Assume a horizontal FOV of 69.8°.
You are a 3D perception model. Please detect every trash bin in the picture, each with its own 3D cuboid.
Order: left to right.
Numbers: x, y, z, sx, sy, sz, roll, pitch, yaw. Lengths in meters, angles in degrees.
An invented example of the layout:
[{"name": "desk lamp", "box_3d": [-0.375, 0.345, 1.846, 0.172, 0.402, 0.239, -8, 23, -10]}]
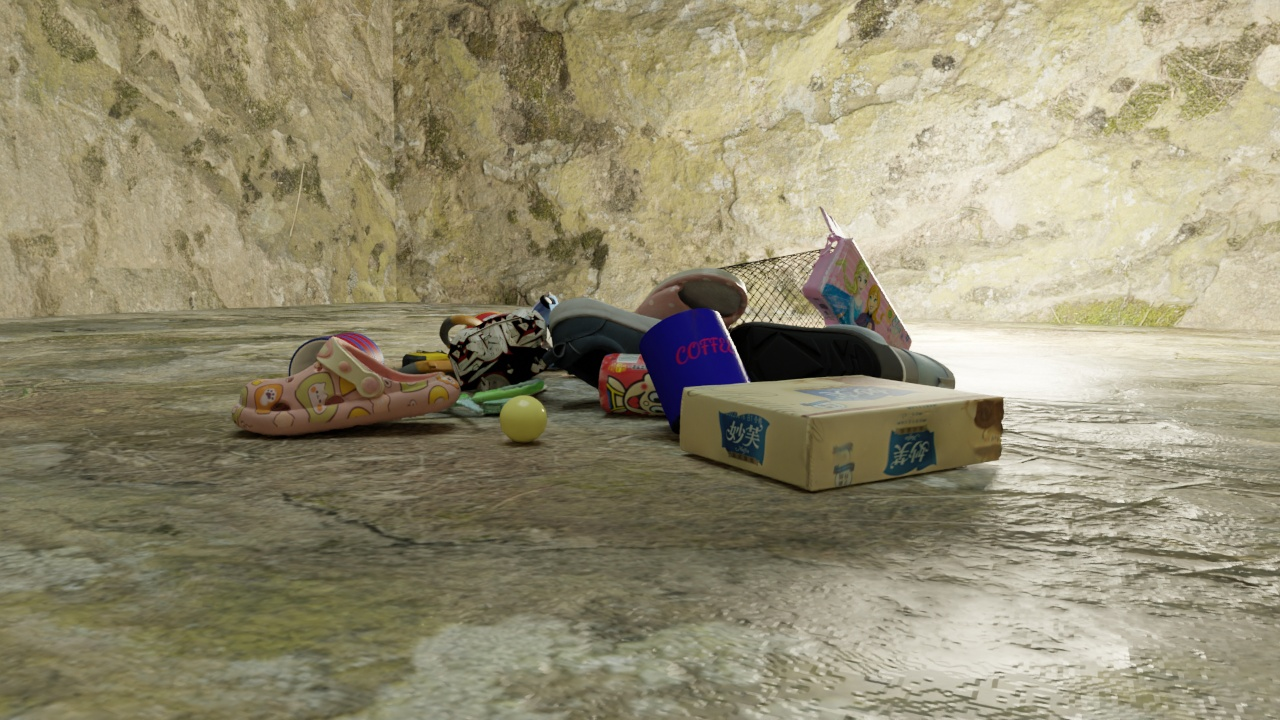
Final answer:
[{"name": "trash bin", "box_3d": [0.170, -0.053, 1.205, 0.210, 0.184, 0.183, -3, 4, 25]}]

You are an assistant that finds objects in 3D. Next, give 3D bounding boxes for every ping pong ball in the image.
[{"name": "ping pong ball", "box_3d": [-0.099, 0.050, 0.775, 0.040, 0.040, 0.040, 1, 6, 0]}]

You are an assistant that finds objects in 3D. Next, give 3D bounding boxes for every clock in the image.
[{"name": "clock", "box_3d": [-0.150, -0.006, 1.008, 0.114, 0.065, 0.155, -21, -16, -9]}]

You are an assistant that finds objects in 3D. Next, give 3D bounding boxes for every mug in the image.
[{"name": "mug", "box_3d": [-0.300, 0.019, 0.962, 0.112, 0.075, 0.076, 27, 7, 0]}, {"name": "mug", "box_3d": [0.045, 0.019, 0.825, 0.079, 0.083, 0.111, -9, -28, -25]}]

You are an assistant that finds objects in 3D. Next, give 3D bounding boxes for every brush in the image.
[{"name": "brush", "box_3d": [-0.134, 0.040, 1.013, 0.033, 0.012, 0.217, 1, 5, 6]}]

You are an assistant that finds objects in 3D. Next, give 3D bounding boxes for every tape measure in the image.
[{"name": "tape measure", "box_3d": [-0.279, 0.004, 1.212, 0.064, 0.037, 0.066, -4, 7, -40]}]

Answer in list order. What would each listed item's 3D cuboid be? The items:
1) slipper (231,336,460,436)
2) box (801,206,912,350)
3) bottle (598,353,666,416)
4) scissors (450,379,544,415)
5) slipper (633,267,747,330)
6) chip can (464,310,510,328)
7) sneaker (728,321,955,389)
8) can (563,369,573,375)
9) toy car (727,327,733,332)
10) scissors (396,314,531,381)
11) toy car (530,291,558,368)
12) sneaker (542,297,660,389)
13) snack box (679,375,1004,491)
[{"name": "slipper", "box_3d": [-0.264, 0.018, 0.828, 0.197, 0.081, 0.093, -6, 5, -11]}, {"name": "box", "box_3d": [0.262, -0.081, 1.079, 0.062, 0.160, 0.230, -10, -34, 31]}, {"name": "bottle", "box_3d": [0.031, 0.026, 0.919, 0.138, 0.062, 0.062, 2, 6, 14]}, {"name": "scissors", "box_3d": [-0.178, 0.041, 0.909, 0.171, 0.021, 0.173, -10, 12, -23]}, {"name": "slipper", "box_3d": [0.026, -0.028, 1.104, 0.114, 0.054, 0.275, 22, -34, -25]}, {"name": "chip can", "box_3d": [-0.200, -0.027, 1.296, 0.087, 0.087, 0.213, -1, 5, -16]}, {"name": "sneaker", "box_3d": [0.217, 0.011, 1.031, 0.160, 0.093, 0.257, 7, 0, -33]}, {"name": "can", "box_3d": [-0.042, -0.012, 1.251, 0.121, 0.067, 0.067, 2, 6, 8]}, {"name": "toy car", "box_3d": [0.141, -0.016, 1.342, 0.170, 0.062, 0.070, 4, 7, 29]}, {"name": "scissors", "box_3d": [-0.186, -0.006, 1.098, 0.224, 0.016, 0.176, -5, -35, -43]}, {"name": "toy car", "box_3d": [-0.137, -0.043, 1.367, 0.054, 0.056, 0.153, 35, 21, -31]}, {"name": "sneaker", "box_3d": [-0.006, 0.006, 1.019, 0.235, 0.087, 0.089, 20, -37, -34]}, {"name": "snack box", "box_3d": [0.158, 0.050, 0.726, 0.207, 0.055, 0.153, -3, 7, -32]}]
